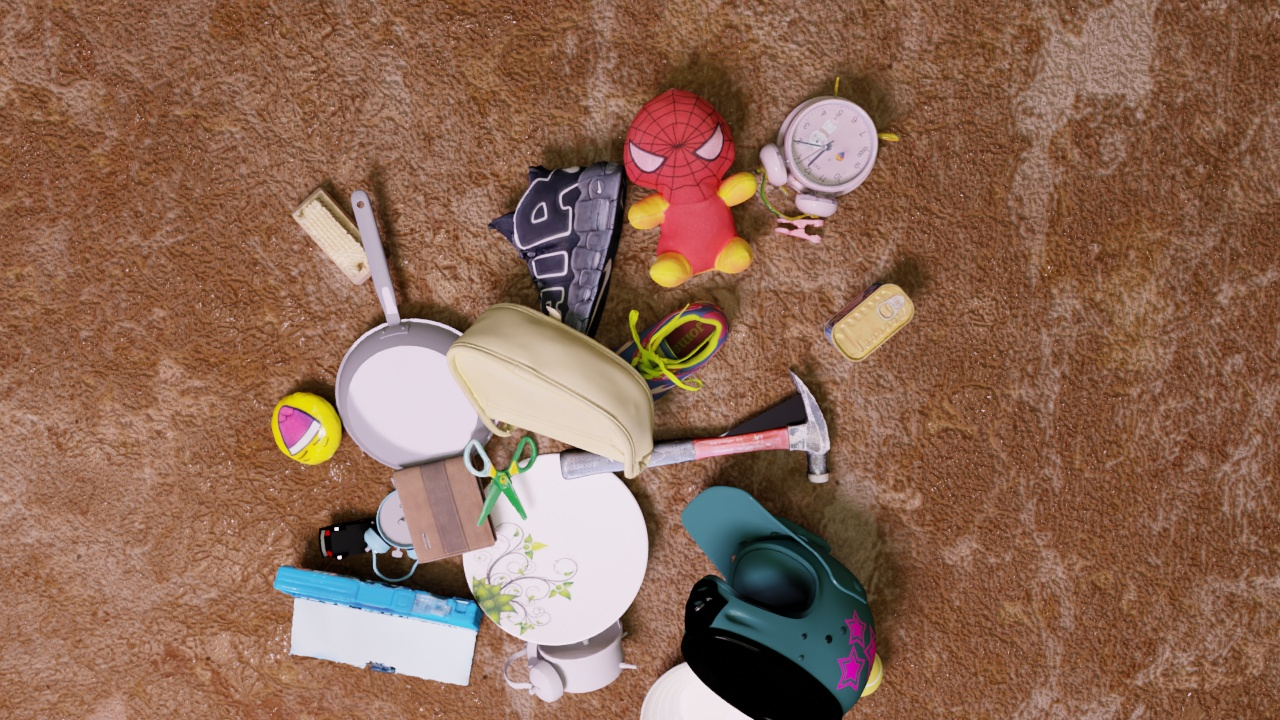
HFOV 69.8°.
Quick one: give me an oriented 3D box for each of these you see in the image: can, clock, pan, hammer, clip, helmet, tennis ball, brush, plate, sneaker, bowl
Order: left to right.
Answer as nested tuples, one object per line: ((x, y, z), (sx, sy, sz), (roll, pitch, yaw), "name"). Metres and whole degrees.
((-0.361, -0.147, 1.095), (0.049, 0.039, 0.117), (-39, 99, 7), "brush")
((-0.288, -0.024, 1.090), (0.201, 0.050, 0.357), (-12, 108, 3), "pan")
((-0.293, 0.212, 1.132), (0.087, 0.042, 0.123), (15, 84, -19), "clock")
((-0.111, -0.117, 1.069), (0.151, 0.097, 0.252), (14, 98, 5), "sneaker")
((-0.104, 0.231, 1.134), (0.229, 0.030, 0.229), (-1, 79, 6), "plate")
((-0.090, 0.360, 1.127), (0.159, 0.120, 0.061), (-12, 107, -7), "clock")
((-0.006, 0.007, 1.081), (0.242, 0.091, 0.116), (-34, 99, 7), "sneaker")
((0.064, 0.098, 1.113), (0.326, 0.036, 0.140), (-7, 99, 0), "hammer")
((0.088, 0.446, 1.161), (0.177, 0.057, 0.177), (0, 99, 2), "bowl")
((0.155, 0.284, 1.063), (0.275, 0.199, 0.177), (42, 135, -20), "helmet")
((0.191, -0.161, 1.085), (0.060, 0.023, 0.044), (29, 94, -4), "clip")
((0.203, -0.232, 1.054), (0.117, 0.058, 0.158), (43, 98, -4), "clock")
((0.268, 0.384, 1.142), (0.065, 0.065, 0.065), (0, 98, 2), "tennis ball")
((0.267, -0.047, 1.080), (0.100, 0.059, 0.054), (-40, 95, 7), "can")

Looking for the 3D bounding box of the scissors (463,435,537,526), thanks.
((-0.171, 0.140, 1.106), (0.130, 0.011, 0.125), (39, 65, -29), "scissors")

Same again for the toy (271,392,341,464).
((-0.411, 0.083, 1.129), (0.096, 0.041, 0.094), (-41, 93, 21), "toy")

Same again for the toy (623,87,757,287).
((0.052, -0.198, 1.045), (0.147, 0.099, 0.216), (-12, 99, -7), "toy")

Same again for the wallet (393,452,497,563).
((-0.235, 0.179, 1.109), (0.098, 0.027, 0.121), (-14, 99, -1), "wallet")

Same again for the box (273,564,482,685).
((-0.326, 0.323, 1.163), (0.243, 0.070, 0.171), (11, 131, 0), "box")

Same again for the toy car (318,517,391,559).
((-0.356, 0.221, 1.153), (0.091, 0.036, 0.042), (-6, 96, -21), "toy car")

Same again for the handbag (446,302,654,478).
((-0.092, 0.037, 1.036), (0.233, 0.088, 0.191), (18, 143, 15), "handbag")
